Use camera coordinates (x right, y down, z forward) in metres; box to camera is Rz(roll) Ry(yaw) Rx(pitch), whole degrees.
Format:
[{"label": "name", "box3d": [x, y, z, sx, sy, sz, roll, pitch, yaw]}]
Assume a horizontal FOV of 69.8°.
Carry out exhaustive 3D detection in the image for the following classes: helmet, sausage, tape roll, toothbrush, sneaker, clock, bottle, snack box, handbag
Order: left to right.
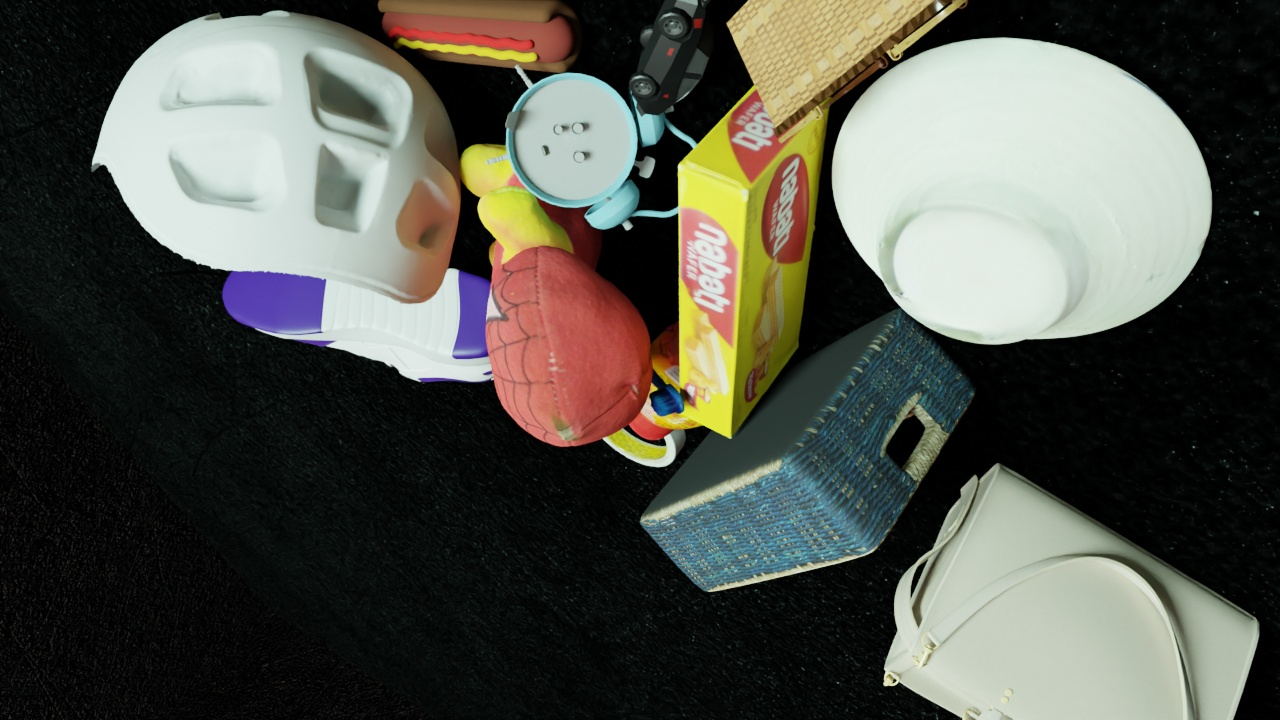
[{"label": "helmet", "box3d": [-0.242, -0.136, 0.635, 0.224, 0.183, 0.283, 17, 173, -31]}, {"label": "sneaker", "box3d": [-0.213, -0.035, 0.763, 0.244, 0.091, 0.111, 12, 162, 9]}, {"label": "sausage", "box3d": [-0.101, -0.202, 0.561, 0.156, 0.040, 0.040, 17, 142, 32]}, {"label": "clock", "box3d": [-0.022, -0.122, 0.535, 0.123, 0.087, 0.042, 18, -165, -11]}, {"label": "tape roll", "box3d": [-0.005, 0.053, 0.794, 0.094, 0.019, 0.094, 27, 146, 19]}, {"label": "toothbrush", "box3d": [-0.004, 0.004, 0.643, 0.190, 0.017, 0.016, -132, 27, -69]}, {"label": "bottle", "box3d": [0.029, 0.018, 0.688, 0.071, 0.048, 0.134, 39, 148, -2]}, {"label": "snack box", "box3d": [0.062, -0.052, 0.528, 0.042, 0.092, 0.201, 26, 145, 23]}, {"label": "handbag", "box3d": [0.240, 0.191, 0.543, 0.194, 0.197, 0.101, 32, 148, 12]}]

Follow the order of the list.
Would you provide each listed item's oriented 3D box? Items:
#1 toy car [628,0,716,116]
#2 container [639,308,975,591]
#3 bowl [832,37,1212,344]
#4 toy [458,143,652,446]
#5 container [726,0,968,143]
[{"label": "toy car", "box3d": [0.021, -0.168, 0.477, 0.036, 0.042, 0.092, 18, 150, -13]}, {"label": "container", "box3d": [0.098, 0.061, 0.580, 0.071, 0.145, 0.188, 46, 148, -4]}, {"label": "bowl", "box3d": [0.165, -0.058, 0.437, 0.177, 0.057, 0.177, 25, 147, 17]}, {"label": "toy", "box3d": [-0.056, -0.041, 0.580, 0.147, 0.099, 0.216, 65, -176, -50]}, {"label": "container", "box3d": [0.093, -0.155, 0.402, 0.061, 0.063, 0.114, 52, 147, -6]}]
